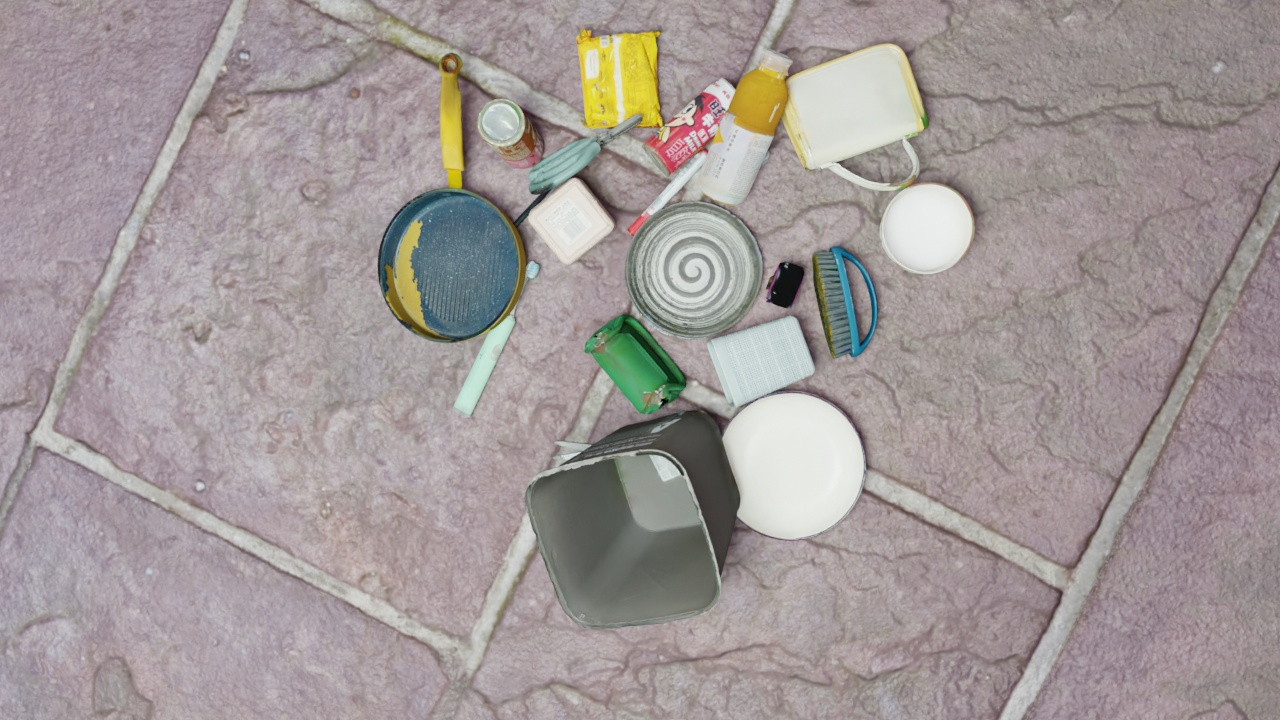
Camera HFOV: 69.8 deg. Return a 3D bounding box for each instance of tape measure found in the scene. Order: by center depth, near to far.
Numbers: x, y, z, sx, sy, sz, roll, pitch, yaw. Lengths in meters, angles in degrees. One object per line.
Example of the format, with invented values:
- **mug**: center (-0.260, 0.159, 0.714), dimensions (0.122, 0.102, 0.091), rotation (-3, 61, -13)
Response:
- **tape measure**: center (0.183, -0.097, 1.171), dimensions (0.039, 0.058, 0.057), rotation (20, 73, 4)

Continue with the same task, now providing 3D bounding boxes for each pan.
- **pan**: center (-0.239, -0.200, 1.164), dimensions (0.198, 0.078, 0.357), rotation (6, 94, 14)

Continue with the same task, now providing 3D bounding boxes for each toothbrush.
- **toothbrush**: center (-0.127, -0.214, 1.208), dimensions (0.181, 0.015, 0.018), rotation (-45, 97, 2)
- **toothbrush**: center (-0.189, -0.029, 1.210), dimensions (0.027, 0.026, 0.224), rotation (27, 92, 38)

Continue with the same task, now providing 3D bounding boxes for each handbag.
- **handbag**: center (-0.007, 0.007, 1.154), dimensions (0.068, 0.120, 0.131), rotation (-41, 91, 8)
- **handbag**: center (0.274, -0.289, 1.156), dimensions (0.163, 0.063, 0.178), rotation (-19, 83, 3)

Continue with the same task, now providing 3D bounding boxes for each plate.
- **plate**: center (0.191, 0.134, 1.184), dimensions (0.192, 0.039, 0.192), rotation (0, 91, 3)
- **plate**: center (0.068, -0.116, 1.196), dimensions (0.179, 0.024, 0.179), rotation (0, 90, 2)

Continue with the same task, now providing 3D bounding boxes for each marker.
- **marker**: center (0.037, -0.218, 1.198), dimensions (0.017, 0.017, 0.145), rotation (43, 92, 2)

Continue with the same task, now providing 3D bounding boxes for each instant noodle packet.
- **instant noodle packet**: center (-0.026, -0.364, 1.186), dimensions (0.111, 0.044, 0.128), rotation (-3, 94, -3)

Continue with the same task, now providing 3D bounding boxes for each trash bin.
- **trash bin**: center (0.010, 0.169, 1.081), dimensions (0.199, 0.219, 0.198), rotation (-14, 101, 22)

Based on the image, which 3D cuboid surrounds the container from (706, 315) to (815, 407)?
- **container**: center (0.152, -0.002, 1.161), dimensions (0.111, 0.090, 0.090), rotation (-21, 90, 0)

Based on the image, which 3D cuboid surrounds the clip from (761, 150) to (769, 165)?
- **clip**: center (0.143, -0.277, 1.192), dimensions (0.057, 0.032, 0.025), rotation (39, 90, 9)

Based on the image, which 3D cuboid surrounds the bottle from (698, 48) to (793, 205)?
- **bottle**: center (0.133, -0.288, 1.137), dimensions (0.068, 0.067, 0.190), rotation (24, 115, 2)

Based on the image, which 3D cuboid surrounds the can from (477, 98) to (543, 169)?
- **can**: center (-0.159, -0.279, 1.143), dimensions (0.058, 0.147, 0.058), rotation (0, 91, 3)

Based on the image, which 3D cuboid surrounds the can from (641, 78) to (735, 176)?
- **can**: center (0.068, -0.299, 1.177), dimensions (0.133, 0.053, 0.053), rotation (-41, 89, 3)

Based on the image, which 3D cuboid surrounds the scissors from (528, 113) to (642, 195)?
- **scissors**: center (-0.068, -0.257, 1.144), dimensions (0.180, 0.142, 0.019), rotation (-23, 118, 18)

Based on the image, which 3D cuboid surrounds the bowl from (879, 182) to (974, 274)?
- **bowl**: center (0.356, -0.163, 1.159), dimensions (0.113, 0.062, 0.113), rotation (0, 90, 5)

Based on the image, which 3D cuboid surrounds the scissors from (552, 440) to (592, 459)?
- **scissors**: center (-0.028, 0.112, 1.211), dimensions (0.172, 0.012, 0.132), rotation (31, 94, 3)

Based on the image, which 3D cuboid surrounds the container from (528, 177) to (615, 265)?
- **container**: center (-0.087, -0.175, 1.152), dimensions (0.090, 0.111, 0.090), rotation (-39, 99, 3)

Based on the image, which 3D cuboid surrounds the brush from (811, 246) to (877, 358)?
- **brush**: center (0.263, -0.075, 1.168), dimensions (0.073, 0.055, 0.144), rotation (-10, 90, 5)
